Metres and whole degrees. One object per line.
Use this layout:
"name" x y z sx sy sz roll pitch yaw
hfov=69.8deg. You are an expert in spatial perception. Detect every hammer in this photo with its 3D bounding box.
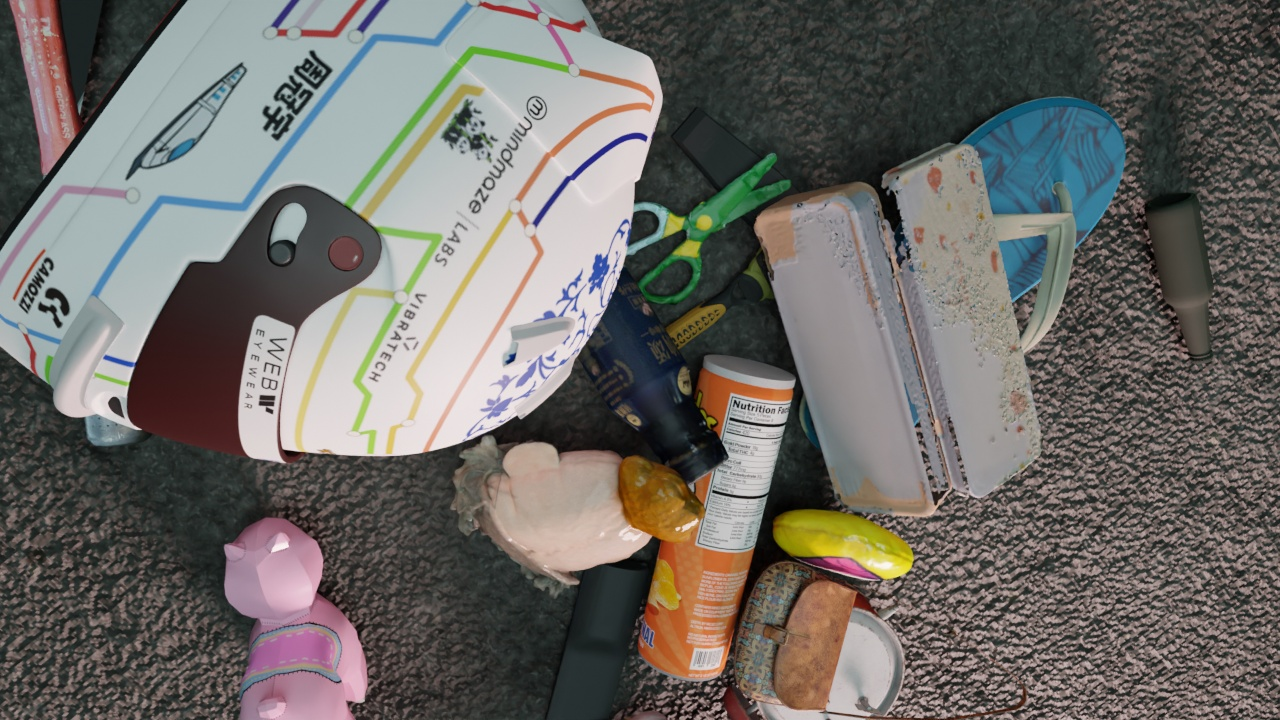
"hammer" -0.319 -0.109 0.529 0.140 0.036 0.326 -4 104 -6

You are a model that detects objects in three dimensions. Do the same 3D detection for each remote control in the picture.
"remote control" -0.031 0.206 0.652 0.045 0.021 0.140 13 102 -10
"remote control" 0.074 -0.113 0.598 0.124 0.010 0.039 41 94 -14

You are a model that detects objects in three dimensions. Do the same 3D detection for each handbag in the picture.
"handbag" 0.160 0.199 0.602 0.196 0.043 0.093 16 84 2

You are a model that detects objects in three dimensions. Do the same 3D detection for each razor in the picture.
"razor" 0.035 -0.023 0.608 0.144 0.021 0.044 -35 123 0

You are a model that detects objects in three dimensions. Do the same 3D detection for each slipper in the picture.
"slipper" 0.215 -0.051 0.610 0.118 0.060 0.295 35 97 -11

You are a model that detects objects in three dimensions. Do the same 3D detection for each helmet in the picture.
"helmet" -0.132 -0.065 0.463 0.236 0.231 0.314 37 89 -8

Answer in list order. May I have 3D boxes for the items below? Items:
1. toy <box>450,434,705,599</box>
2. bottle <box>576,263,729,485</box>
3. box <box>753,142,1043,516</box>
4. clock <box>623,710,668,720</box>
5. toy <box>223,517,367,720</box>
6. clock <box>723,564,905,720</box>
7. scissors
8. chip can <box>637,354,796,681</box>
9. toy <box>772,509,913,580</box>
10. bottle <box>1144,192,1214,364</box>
"toy" -0.039 0.088 0.572 0.176 0.076 0.133 -9 137 32
"bottle" -0.003 0.003 0.568 0.056 0.056 0.160 -32 86 -1
"box" 0.168 -0.016 0.580 0.121 0.094 0.217 -6 110 39
"clock" 0.020 0.308 0.629 0.158 0.116 0.059 26 139 5
"toy" -0.219 0.183 0.575 0.067 0.123 0.158 -12 120 -6
"clock" 0.121 0.235 0.660 0.110 0.062 0.157 26 98 -14
"scissors" 0.034 -0.097 0.588 0.132 0.013 0.078 -43 104 12
"chip can" 0.050 0.105 0.618 0.062 0.062 0.210 10 101 -11
"toy" 0.136 0.123 0.622 0.095 0.094 0.041 13 78 11
"bottle" 0.385 -0.055 0.647 0.033 0.033 0.123 -22 106 -3
